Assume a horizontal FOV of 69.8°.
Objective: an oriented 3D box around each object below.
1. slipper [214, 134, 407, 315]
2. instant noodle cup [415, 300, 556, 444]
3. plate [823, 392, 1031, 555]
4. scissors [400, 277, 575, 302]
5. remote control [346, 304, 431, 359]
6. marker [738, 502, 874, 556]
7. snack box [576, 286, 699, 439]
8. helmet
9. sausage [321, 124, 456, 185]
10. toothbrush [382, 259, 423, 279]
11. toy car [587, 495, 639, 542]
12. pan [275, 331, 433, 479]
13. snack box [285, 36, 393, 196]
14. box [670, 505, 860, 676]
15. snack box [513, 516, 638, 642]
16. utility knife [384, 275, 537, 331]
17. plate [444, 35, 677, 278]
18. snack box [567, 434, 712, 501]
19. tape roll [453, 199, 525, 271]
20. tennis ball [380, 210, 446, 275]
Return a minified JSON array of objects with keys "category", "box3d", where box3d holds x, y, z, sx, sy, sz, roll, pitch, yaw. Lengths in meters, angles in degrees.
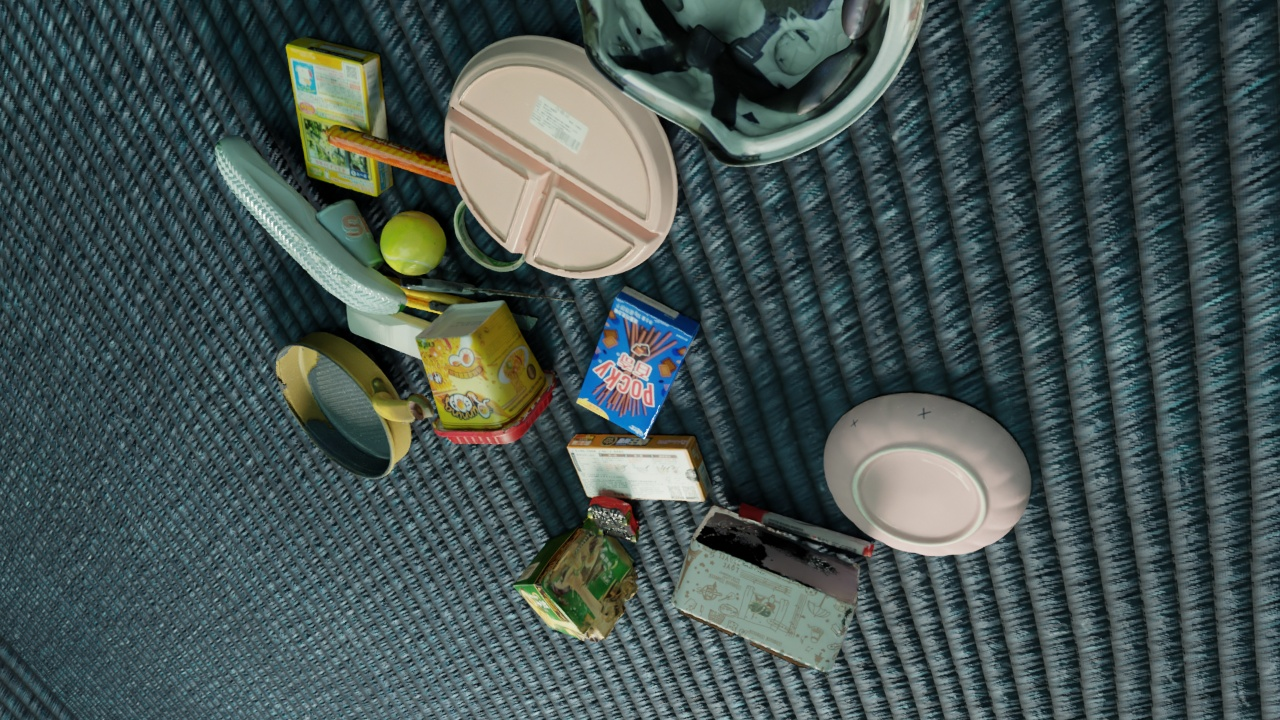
[{"category":"slipper","box3d":[-0.334,-0.142,0.954,0.245,0.074,0.104,46,156,-10]},{"category":"instant noodle cup","box3d":[-0.166,0.009,0.962,0.116,0.115,0.124,-2,121,29]},{"category":"plate","box3d":[0.265,0.119,0.869,0.192,0.038,0.193,14,129,18]},{"category":"scissors","box3d":[-0.161,-0.070,0.932,0.164,0.164,0.014,13,97,54]},{"category":"remote control","box3d":[-0.281,-0.034,1.050,0.125,0.024,0.049,19,131,13]},{"category":"marker","box3d":[0.175,0.180,0.976,0.145,0.017,0.017,15,129,17]},{"category":"snack box","box3d":[-0.006,0.005,0.934,0.084,0.026,0.157,28,132,6]},{"category":"helmet","box3d":[0.077,-0.274,0.607,0.258,0.145,0.230,43,131,3]},{"category":"sausage","box3d":[-0.224,-0.193,0.878,0.165,0.021,0.022,17,132,-7]},{"category":"toothbrush","box3d":[-0.312,-0.127,1.008,0.189,0.016,0.014,29,120,9]},{"category":"toy car","box3d":[-0.029,0.185,1.064,0.049,0.031,0.106,10,152,16]},{"category":"pan","box3d":[-0.318,0.054,1.057,0.358,0.078,0.198,-11,114,44]},{"category":"snack box","box3d":[-0.293,-0.238,0.900,0.087,0.033,0.141,17,128,15]},{"category":"box","box3d":[0.134,0.254,1.004,0.179,0.136,0.270,21,161,11]},{"category":"snack box","box3d":[-0.087,0.271,1.124,0.106,0.118,0.117,-17,115,47]},{"category":"utility knife","box3d":[-0.213,-0.062,0.999,0.223,0.015,0.033,13,131,17]},{"category":"plate","box3d":[-0.077,-0.167,0.805,0.230,0.028,0.230,17,133,19]},{"category":"snack box","box3d":[-0.003,0.118,1.017,0.154,0.026,0.075,-2,123,29]},{"category":"tape roll","box3d":[-0.146,-0.129,0.916,0.086,0.013,0.086,14,129,18]},{"category":"tennis ball","box3d":[-0.231,-0.119,0.932,0.065,0.065,0.066,14,129,18]}]
